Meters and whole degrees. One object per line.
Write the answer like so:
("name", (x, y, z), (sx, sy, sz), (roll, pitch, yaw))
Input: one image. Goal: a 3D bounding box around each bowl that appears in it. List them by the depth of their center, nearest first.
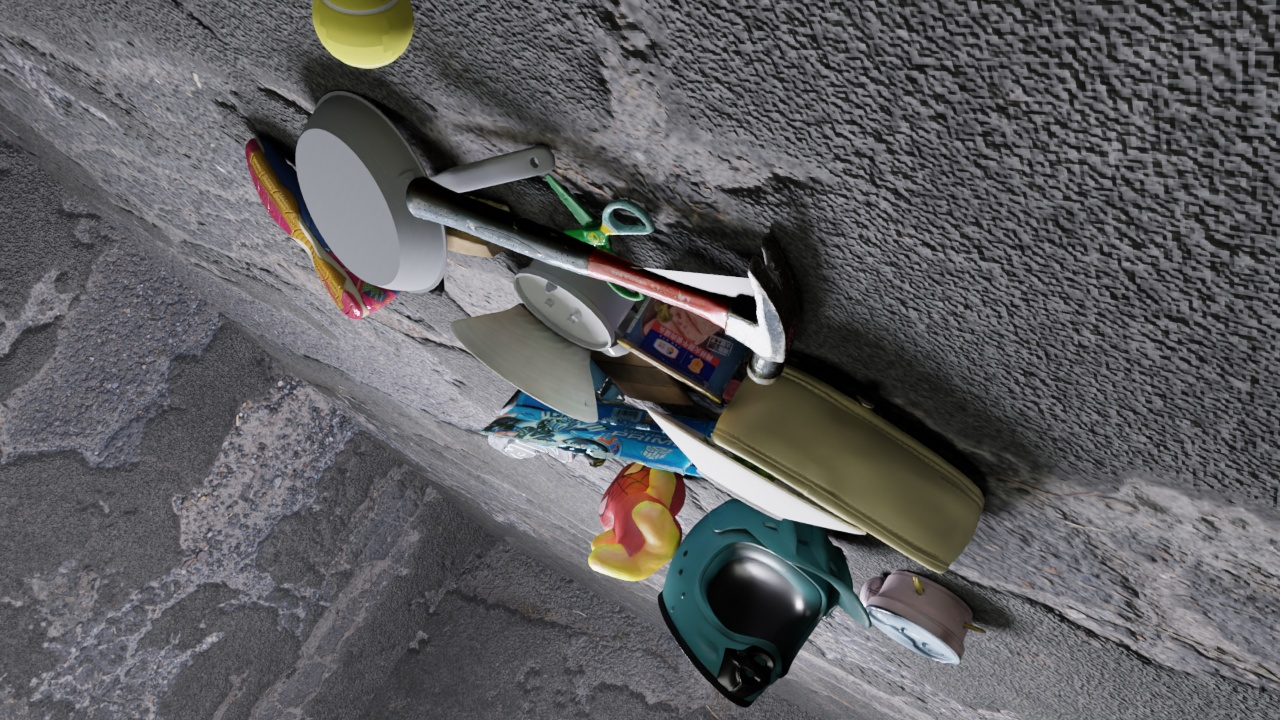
("bowl", (-0.101, -0.011, 0.924), (0.176, 0.058, 0.176), (34, -174, -4))

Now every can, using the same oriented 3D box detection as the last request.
("can", (0.038, -0.015, 0.760), (0.100, 0.059, 0.054), (30, 179, 9))

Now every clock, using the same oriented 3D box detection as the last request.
("clock", (-0.057, -0.051, 0.845), (0.120, 0.061, 0.159), (28, 159, 17))
("clock", (-0.058, 0.013, 1.047), (0.087, 0.042, 0.123), (17, 160, 42))
("clock", (0.321, 0.299, 1.078), (0.117, 0.058, 0.158), (35, 161, 0))

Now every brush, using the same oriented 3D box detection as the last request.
("brush", (-0.162, -0.129, 0.850), (0.117, 0.049, 0.039), (19, 138, 37))

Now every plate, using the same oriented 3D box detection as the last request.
("plate", (0.098, 0.112, 0.848), (0.229, 0.030, 0.229), (30, 179, 0))

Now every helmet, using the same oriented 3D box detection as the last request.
("helmet", (0.139, 0.254, 1.034), (0.176, 0.200, 0.274), (40, -178, -11))

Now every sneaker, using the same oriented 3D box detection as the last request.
("sneaker", (-0.369, -0.164, 1.081), (0.242, 0.090, 0.116), (56, 153, -4))
("sneaker", (-0.114, 0.099, 1.245), (0.151, 0.097, 0.253), (37, 156, 0))

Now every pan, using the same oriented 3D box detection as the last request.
("pan", (-0.203, -0.148, 0.807), (0.357, 0.050, 0.201), (3, 121, 47))

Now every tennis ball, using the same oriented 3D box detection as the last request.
("tennis ball", (-0.185, -0.230, 0.614), (0.065, 0.065, 0.065), (30, 161, 11))

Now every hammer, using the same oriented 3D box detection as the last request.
("hammer", (-0.036, -0.081, 0.696), (0.326, 0.036, 0.141), (21, 150, 14))

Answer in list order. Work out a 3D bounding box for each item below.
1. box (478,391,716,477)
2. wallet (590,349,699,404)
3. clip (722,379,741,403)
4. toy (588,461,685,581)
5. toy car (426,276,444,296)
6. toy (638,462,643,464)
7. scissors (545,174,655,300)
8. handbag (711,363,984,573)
("box", (-0.034, 0.077, 1.022), (0.244, 0.070, 0.170), (8, 174, 21))
("wallet", (-0.006, 0.006, 0.953), (0.121, 0.026, 0.098), (7, 146, 52))
("clip", (0.072, 0.020, 0.871), (0.044, 0.023, 0.060), (45, 164, -34))
("toy", (0.001, 0.201, 1.198), (0.099, 0.148, 0.216), (49, -167, -10))
("toy car", (-0.255, -0.114, 1.059), (0.042, 0.036, 0.092), (24, 149, 33))
("toy", (-0.011, 0.097, 1.163), (0.094, 0.041, 0.096), (42, 161, -8))
("scissors", (-0.031, -0.101, 0.726), (0.125, 0.011, 0.130), (49, 145, -9))
("handbag", (0.182, 0.092, 0.785), (0.233, 0.088, 0.191), (30, 176, 13))
